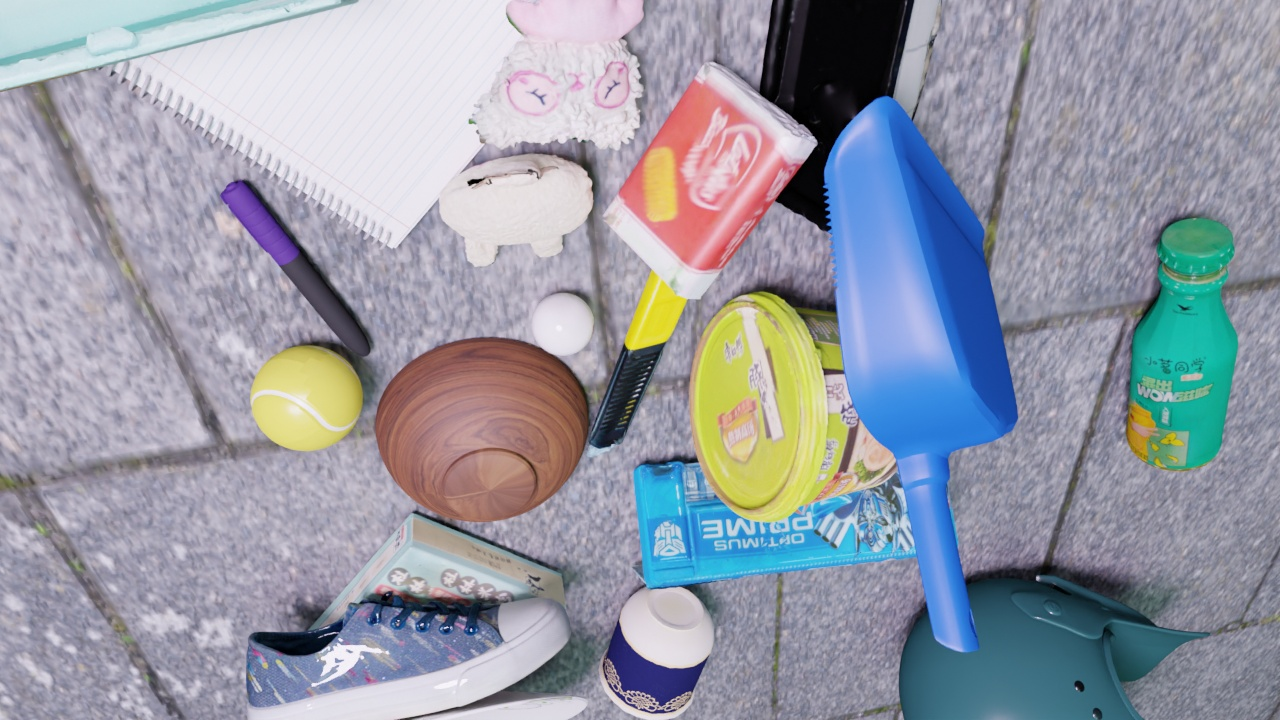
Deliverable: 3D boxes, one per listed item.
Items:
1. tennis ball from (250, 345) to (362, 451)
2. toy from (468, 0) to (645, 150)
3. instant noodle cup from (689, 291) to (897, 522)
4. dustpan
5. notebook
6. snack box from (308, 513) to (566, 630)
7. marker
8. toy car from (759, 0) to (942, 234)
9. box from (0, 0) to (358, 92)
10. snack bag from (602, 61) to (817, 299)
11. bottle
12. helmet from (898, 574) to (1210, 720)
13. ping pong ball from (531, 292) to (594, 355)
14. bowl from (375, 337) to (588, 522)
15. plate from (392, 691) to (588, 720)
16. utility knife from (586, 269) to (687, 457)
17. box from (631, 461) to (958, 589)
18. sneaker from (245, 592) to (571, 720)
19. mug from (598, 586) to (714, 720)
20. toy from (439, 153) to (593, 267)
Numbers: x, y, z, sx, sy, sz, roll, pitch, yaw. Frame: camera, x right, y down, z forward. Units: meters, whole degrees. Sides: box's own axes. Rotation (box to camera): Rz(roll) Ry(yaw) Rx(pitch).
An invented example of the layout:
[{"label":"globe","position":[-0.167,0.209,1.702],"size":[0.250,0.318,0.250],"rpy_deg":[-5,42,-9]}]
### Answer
[{"label":"tennis ball","position":[-0.205,0.023,0.567],"size":[0.065,0.065,0.065],"rpy_deg":[-6,128,-9]},{"label":"toy","position":[-0.037,-0.155,0.476],"size":[0.095,0.041,0.109],"rpy_deg":[-9,136,-24]},{"label":"instant noodle cup","position":[0.106,0.029,0.601],"size":[0.097,0.146,0.146],"rpy_deg":[-1,127,-25]},{"label":"dustpan","position":[0.169,0.024,0.505],"size":[0.060,0.257,0.245],"rpy_deg":[-16,163,28]},{"label":"notebook","position":[-0.175,-0.180,0.453],"size":[0.245,0.013,0.178],"rpy_deg":[34,112,-32]},{"label":"snack box","position":[-0.174,0.217,0.735],"size":[0.141,0.044,0.194],"rpy_deg":[30,115,-29]},{"label":"marker","position":[-0.201,-0.050,0.545],"size":[0.018,0.015,0.134],"rpy_deg":[-5,134,27]},{"label":"toy car","position":[0.121,-0.172,0.496],"size":[0.071,0.094,0.192],"rpy_deg":[-21,132,-30]},{"label":"box","position":[-0.222,-0.160,0.390],"size":[0.188,0.092,0.077],"rpy_deg":[-15,128,-4]},{"label":"snack bag","position":[0.036,-0.102,0.523],"size":[0.036,0.077,0.116],"rpy_deg":[-7,139,-56]},{"label":"bottle","position":[0.405,-0.009,0.685],"size":[0.068,0.068,0.210],"rpy_deg":[-20,129,2]},{"label":"helmet","position":[0.371,0.295,0.823],"size":[0.275,0.199,0.177],"rpy_deg":[11,140,-2]},{"label":"ping pong ball","position":[-0.049,-0.023,0.584],"size":[0.040,0.040,0.040],"rpy_deg":[-6,128,-9]},{"label":"bowl","position":[-0.104,0.064,0.619],"size":[0.147,0.068,0.147],"rpy_deg":[-6,128,-9]},{"label":"plate","position":[-0.156,0.284,0.718],"size":[0.229,0.030,0.230],"rpy_deg":[-13,154,-7]},{"label":"utility knife","position":[-0.004,0.004,0.629],"size":[0.028,0.020,0.173],"rpy_deg":[11,122,-19]},{"label":"box","position":[0.113,0.125,0.738],"size":[0.243,0.093,0.115],"rpy_deg":[-4,168,-10]},{"label":"sneaker","position":[-0.169,0.202,0.653],"size":[0.235,0.087,0.079],"rpy_deg":[-15,95,-5]},{"label":"mug","position":[0.026,0.235,0.781],"size":[0.111,0.086,0.089],"rpy_deg":[-20,137,-46]},{"label":"toy","position":[-0.070,-0.090,0.519],"size":[0.087,0.050,0.112],"rpy_deg":[-7,154,-6]}]
